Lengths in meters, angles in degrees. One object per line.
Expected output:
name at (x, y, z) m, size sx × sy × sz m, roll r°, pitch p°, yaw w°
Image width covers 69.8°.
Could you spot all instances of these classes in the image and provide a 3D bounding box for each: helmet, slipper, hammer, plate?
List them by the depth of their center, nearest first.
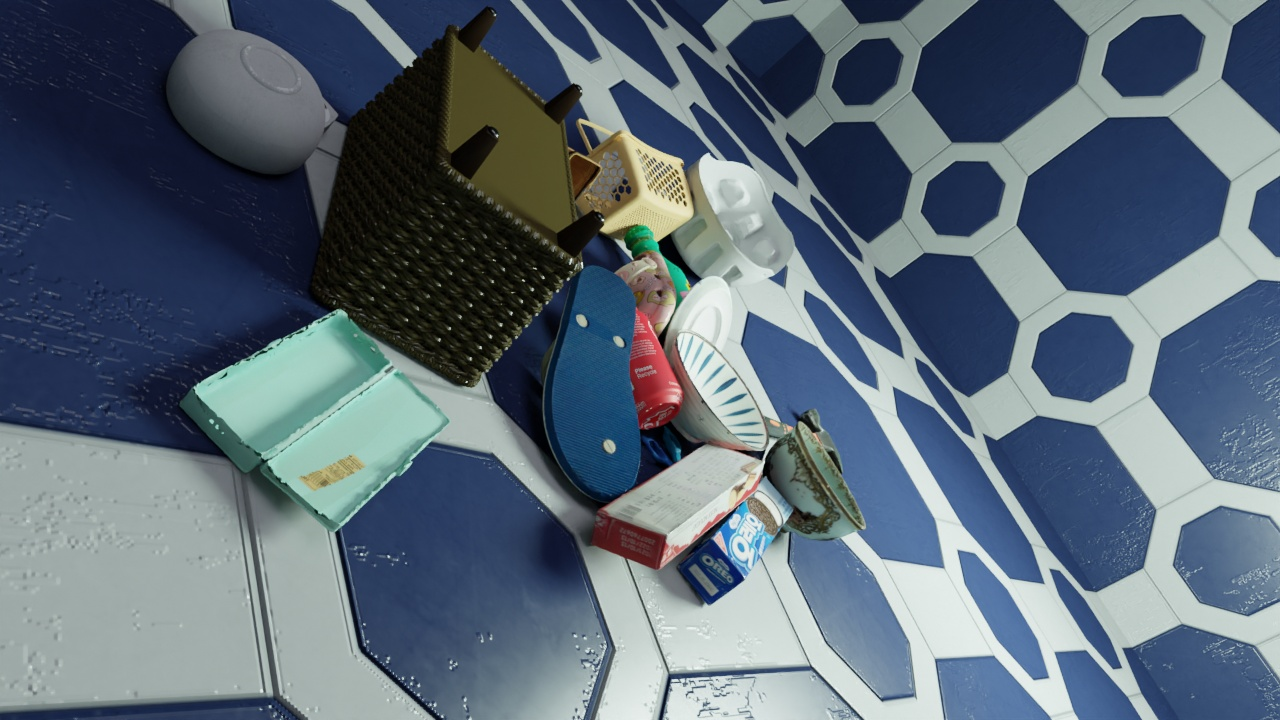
slipper at (-0.057, 0.020, 0.971) m, size 0.118 × 0.060 × 0.294 m, roll 28°, pitch 45°, yaw -29°
slipper at (-0.008, -0.092, 1.200) m, size 0.081 × 0.093 × 0.197 m, roll 29°, pitch 30°, yaw -21°
plate at (0.079, -0.035, 1.208) m, size 0.014 × 0.157 × 0.156 m, roll 24°, pitch 9°, yaw 30°
hammer at (0.205, 0.104, 1.372) m, size 0.332 × 0.033 × 0.133 m, roll 20°, pitch 39°, yaw -48°
helmet at (0.144, -0.225, 1.525) m, size 0.224 × 0.184 × 0.282 m, roll 55°, pitch 10°, yaw 0°

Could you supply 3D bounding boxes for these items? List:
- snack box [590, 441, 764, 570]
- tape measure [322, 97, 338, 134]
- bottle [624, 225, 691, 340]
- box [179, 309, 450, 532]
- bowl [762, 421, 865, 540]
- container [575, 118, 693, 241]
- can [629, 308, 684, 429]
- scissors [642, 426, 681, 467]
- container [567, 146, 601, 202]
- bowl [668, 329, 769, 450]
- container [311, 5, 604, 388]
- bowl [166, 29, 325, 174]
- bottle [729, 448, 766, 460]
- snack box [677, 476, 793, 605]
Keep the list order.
snack box at (0.047, 0.144, 0.946) m, size 0.077 × 0.044 × 0.272 m, roll 17°, pitch 16°, yaw 23°
tape measure at (-0.337, -0.249, 0.910) m, size 0.062 × 0.020 × 0.060 m, roll 46°, pitch 30°, yaw -11°
bottle at (0.034, -0.104, 1.310) m, size 0.068 × 0.068 × 0.209 m, roll 17°, pitch 41°, yaw -53°
box at (-0.228, 0.038, 0.682) m, size 0.136 × 0.033 × 0.186 m, roll 49°, pitch 24°, yaw -5°
bowl at (0.207, 0.169, 1.183) m, size 0.160 × 0.094 × 0.159 m, roll 52°, pitch 15°, yaw -20°
container at (-0.023, -0.274, 1.379) m, size 0.183 × 0.129 × 0.167 m, roll 6°, pitch 57°, yaw -58°
can at (-0.006, 0.006, 1.070) m, size 0.074 × 0.075 × 0.142 m, roll 18°, pitch 40°, yaw -51°
scissors at (0.040, 0.132, 1.057) m, size 0.104 × 0.015 × 0.133 m, roll 17°, pitch 45°, yaw -58°
container at (-0.114, -0.230, 1.184) m, size 0.063 × 0.114 × 0.061 m, roll 15°, pitch 30°, yaw -54°
bowl at (0.077, 0.053, 1.129) m, size 0.177 × 0.071 × 0.177 m, roll 43°, pitch 23°, yaw -23°
container at (-0.163, -0.175, 0.885) m, size 0.176 × 0.205 × 0.320 m, roll 35°, pitch 28°, yaw -33°
bowl at (-0.339, -0.237, 0.809) m, size 0.131 × 0.065 × 0.131 m, roll 32°, pitch 38°, yaw -29°
bottle at (0.128, 0.122, 1.168) m, size 0.056 × 0.056 × 0.160 m, roll 49°, pitch 23°, yaw -5°
snack box at (0.112, 0.197, 1.032) m, size 0.059 × 0.059 × 0.225 m, roll 51°, pitch 24°, yaw 7°
